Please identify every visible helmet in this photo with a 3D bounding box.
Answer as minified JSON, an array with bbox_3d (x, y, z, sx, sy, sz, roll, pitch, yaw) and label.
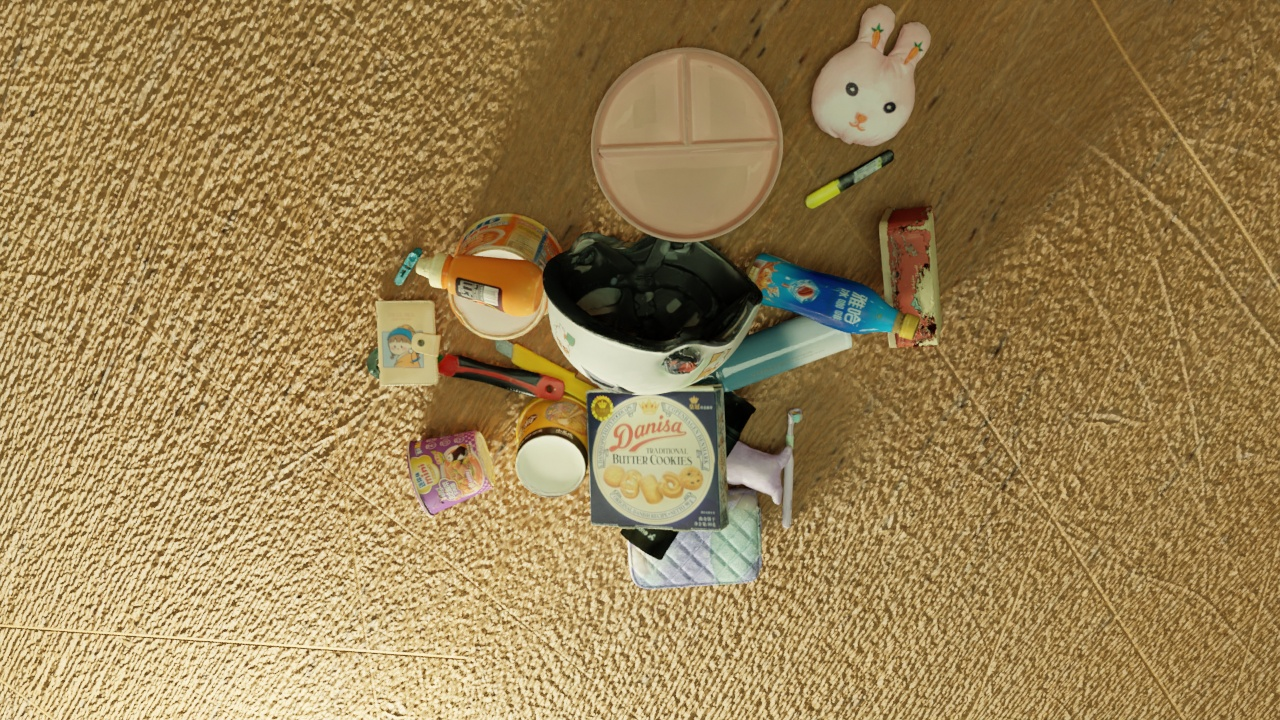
[{"bbox_3d":[0.006,-0.045,1.118,0.273,0.230,0.157,-22,141,-33],"label":"helmet"}]

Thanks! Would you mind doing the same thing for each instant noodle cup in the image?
[{"bbox_3d":[-0.116,0.118,1.243,0.118,0.114,0.119,1,112,1],"label":"instant noodle cup"},{"bbox_3d":[-0.259,0.149,1.266,0.099,0.111,0.111,-17,111,-1],"label":"instant noodle cup"},{"bbox_3d":[-0.172,-0.100,1.158,0.151,0.111,0.151,0,112,1],"label":"instant noodle cup"}]

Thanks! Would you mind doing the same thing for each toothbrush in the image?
[{"bbox_3d":[0.214,0.157,1.305,0.021,0.029,0.189,19,120,37],"label":"toothbrush"}]

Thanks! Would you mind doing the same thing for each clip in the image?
[{"bbox_3d":[-0.305,-0.123,1.200,0.014,0.047,0.057,34,111,-13],"label":"clip"}]

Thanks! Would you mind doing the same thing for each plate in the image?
[{"bbox_3d":[0.055,-0.258,1.108,0.229,0.028,0.229,0,95,1],"label":"plate"}]

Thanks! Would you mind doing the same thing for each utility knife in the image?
[{"bbox_3d":[-0.121,0.014,1.254,0.181,0.015,0.033,29,90,-9],"label":"utility knife"}]

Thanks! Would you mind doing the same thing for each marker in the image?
[{"bbox_3d":[0.263,-0.228,1.153,0.124,0.015,0.018,-30,109,9],"label":"marker"}]

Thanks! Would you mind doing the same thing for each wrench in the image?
[{"bbox_3d":[-0.237,0.016,1.244,0.273,0.016,0.056,9,105,3],"label":"wrench"}]

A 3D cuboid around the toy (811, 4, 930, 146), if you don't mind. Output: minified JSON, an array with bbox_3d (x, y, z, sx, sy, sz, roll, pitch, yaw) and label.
[{"bbox_3d":[0.275,-0.336,1.091,0.121,0.054,0.159,21,103,-8],"label":"toy"}]

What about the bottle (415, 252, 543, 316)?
[{"bbox_3d":[-0.189,-0.095,1.069,0.149,0.066,0.067,13,111,4],"label":"bottle"}]

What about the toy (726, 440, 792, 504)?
[{"bbox_3d":[0.153,0.146,1.281,0.108,0.039,0.084,15,90,16],"label":"toy"}]

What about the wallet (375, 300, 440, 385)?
[{"bbox_3d":[-0.309,-0.023,1.225,0.087,0.024,0.115,1,96,8],"label":"wallet"}]

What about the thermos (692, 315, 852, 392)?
[{"bbox_3d":[0.164,-0.008,1.201,0.220,0.070,0.070,-21,110,2],"label":"thermos"}]

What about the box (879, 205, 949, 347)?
[{"bbox_3d":[0.348,-0.104,1.150,0.076,0.091,0.168,-2,113,24],"label":"box"}]

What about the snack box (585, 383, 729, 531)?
[{"bbox_3d":[0.020,0.123,1.176,0.178,0.045,0.182,-2,92,24],"label":"snack box"}]

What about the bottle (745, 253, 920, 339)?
[{"bbox_3d":[0.237,-0.074,1.144,0.219,0.065,0.065,21,113,20],"label":"bottle"}]

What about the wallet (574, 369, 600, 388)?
[{"bbox_3d":[-0.007,0.007,1.240,0.131,0.031,0.108,26,109,-14],"label":"wallet"}]

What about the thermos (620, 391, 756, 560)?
[{"bbox_3d":[0.058,0.145,1.248,0.090,0.068,0.242,32,88,29],"label":"thermos"}]

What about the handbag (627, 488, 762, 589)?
[{"bbox_3d":[0.075,0.252,1.315,0.194,0.075,0.134,-3,106,1],"label":"handbag"}]
